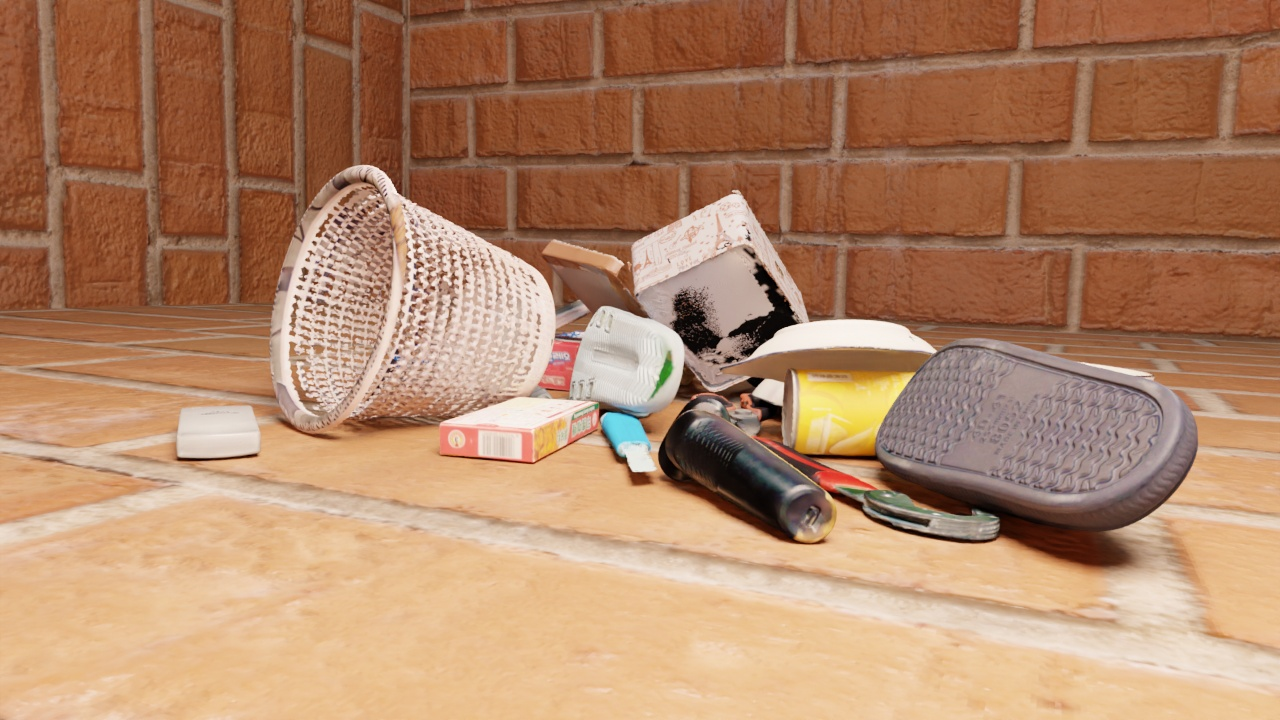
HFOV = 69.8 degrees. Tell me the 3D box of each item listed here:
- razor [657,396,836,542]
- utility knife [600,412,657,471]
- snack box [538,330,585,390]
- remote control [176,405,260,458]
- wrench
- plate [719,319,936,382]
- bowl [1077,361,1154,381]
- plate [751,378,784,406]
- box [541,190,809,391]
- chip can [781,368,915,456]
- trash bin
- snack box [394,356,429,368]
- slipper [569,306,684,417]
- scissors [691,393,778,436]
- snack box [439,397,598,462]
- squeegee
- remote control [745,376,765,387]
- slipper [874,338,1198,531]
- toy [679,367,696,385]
[{"bbox_3d":[0.065,0.069,0.561,0.067,0.062,0.167,33,-2,-24],"label":"razor"},{"bbox_3d":[-0.009,0.063,0.706,0.034,0.018,0.216,3,4,-6],"label":"utility knife"},{"bbox_3d":[-0.083,-0.003,1.157,0.058,0.057,0.207,6,6,10],"label":"snack box"},{"bbox_3d":[-0.325,0.054,0.706,0.056,0.019,0.135,-1,6,-26],"label":"remote control"},{"bbox_3d":[0.127,0.078,0.621,0.056,0.016,0.274,3,5,-25],"label":"wrench"},{"bbox_3d":[0.165,-0.005,0.759,0.164,0.034,0.164,10,-14,-39],"label":"plate"},{"bbox_3d":[0.405,0.037,0.849,0.116,0.066,0.116,5,7,-1],"label":"bowl"},{"bbox_3d":[0.243,0.037,0.897,0.266,0.034,0.161,9,7,30],"label":"plate"},{"bbox_3d":[0.034,-0.060,0.962,0.274,0.124,0.179,-5,-38,35],"label":"box"},{"bbox_3d":[0.222,0.043,0.721,0.213,0.072,0.072,2,6,1],"label":"chip can"},{"bbox_3d":[-0.193,-0.037,0.822,0.191,0.227,0.228,13,-4,-43],"label":"trash bin"},{"bbox_3d":[-0.225,0.011,1.124,0.157,0.026,0.084,0,6,-16],"label":"snack box"},{"bbox_3d":[-0.005,0.005,0.871,0.074,0.104,0.246,14,-2,-20],"label":"slipper"},{"bbox_3d":[0.084,0.052,0.881,0.205,0.015,0.197,-4,9,-45],"label":"scissors"},{"bbox_3d":[-0.094,0.053,0.747,0.077,0.027,0.155,3,6,15],"label":"snack box"},{"bbox_3d":[-0.125,0.020,0.960,0.247,0.040,0.249,-23,22,-14],"label":"squeegee"},{"bbox_3d":[0.183,0.028,1.083,0.136,0.024,0.053,-3,14,-34],"label":"remote control"},{"bbox_3d":[0.235,0.056,0.561,0.083,0.110,0.268,40,-3,-12],"label":"slipper"},{"bbox_3d":[0.051,-0.002,1.134,0.105,0.066,0.157,7,-1,-1],"label":"toy"}]
